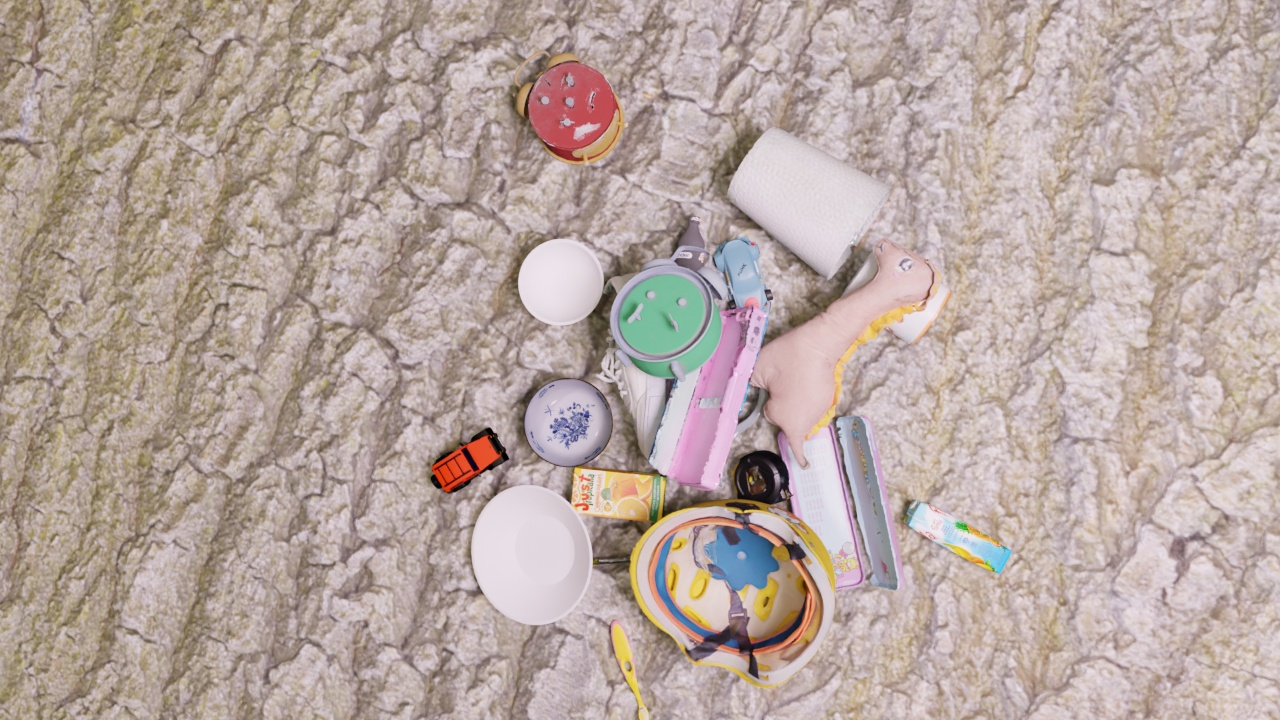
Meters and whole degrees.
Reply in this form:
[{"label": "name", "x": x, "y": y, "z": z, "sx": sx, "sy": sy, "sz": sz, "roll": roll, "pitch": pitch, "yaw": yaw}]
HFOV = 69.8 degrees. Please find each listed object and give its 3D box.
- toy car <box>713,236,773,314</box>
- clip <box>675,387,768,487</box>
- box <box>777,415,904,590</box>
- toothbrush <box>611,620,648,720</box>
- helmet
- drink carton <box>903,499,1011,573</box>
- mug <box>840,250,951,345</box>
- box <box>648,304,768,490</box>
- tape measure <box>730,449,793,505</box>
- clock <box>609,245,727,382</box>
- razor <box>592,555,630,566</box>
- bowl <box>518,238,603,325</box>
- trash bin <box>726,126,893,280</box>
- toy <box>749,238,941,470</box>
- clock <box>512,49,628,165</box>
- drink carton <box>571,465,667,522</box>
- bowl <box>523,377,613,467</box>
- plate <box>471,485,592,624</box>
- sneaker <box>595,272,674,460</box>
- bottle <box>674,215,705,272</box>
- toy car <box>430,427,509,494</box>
[{"label": "toy car", "x": 0.132, "y": -0.105, "z": 1.169, "sx": 0.060, "sy": 0.027, "sz": 0.107, "roll": -17, "pitch": 87, "yaw": 5}, {"label": "clip", "x": 0.102, "y": 0.071, "z": 1.168, "sx": 0.090, "sy": 0.027, "sz": 0.162, "roll": 25, "pitch": 90, "yaw": 6}, {"label": "box", "x": 0.252, "y": 0.178, "z": 1.132, "sx": 0.140, "sy": 0.062, "sz": 0.214, "roll": -14, "pitch": 86, "yaw": 40}, {"label": "toothbrush", "x": -0.013, "y": 0.399, "z": 1.175, "sx": 0.021, "sy": 0.016, "sz": 0.135, "roll": -18, "pitch": 87, "yaw": 9}, {"label": "helmet", "x": 0.121, "y": 0.256, "z": 1.106, "sx": 0.240, "sy": 0.139, "sz": 0.209, "roll": 21, "pitch": 106, "yaw": 17}, {"label": "drink carton", "x": 0.387, "y": 0.215, "z": 1.127, "sx": 0.129, "sy": 0.044, "sz": 0.038, "roll": 28, "pitch": 91, "yaw": 5}, {"label": "mug", "x": 0.312, "y": -0.081, "z": 1.123, "sx": 0.105, "sy": 0.082, "sz": 0.082, "roll": 35, "pitch": 92, "yaw": 6}, {"label": "box", "x": 0.071, "y": 0.033, "z": 1.106, "sx": 0.090, "sy": 0.085, "sz": 0.230, "roll": 26, "pitch": 75, "yaw": -27}, {"label": "tape measure", "x": 0.150, "y": 0.149, "z": 1.144, "sx": 0.072, "sy": 0.042, "sz": 0.072, "roll": -27, "pitch": 79, "yaw": 36}, {"label": "clock", "x": 0.037, "y": -0.063, "z": 1.069, "sx": 0.122, "sy": 0.075, "sz": 0.161, "roll": 15, "pitch": 72, "yaw": 24}, {"label": "razor", "x": -0.039, "y": 0.258, "z": 1.180, "sx": 0.106, "sy": 0.026, "sz": 0.042, "roll": -6, "pitch": 86, "yaw": 1}, {"label": "bowl", "x": -0.099, "y": -0.099, "z": 1.185, "sx": 0.110, "sy": 0.040, "sz": 0.110, "roll": 0, "pitch": 88, "yaw": 7}, {"label": "trash bin", "x": 0.201, "y": -0.197, "z": 1.119, "sx": 0.161, "sy": 0.133, "sz": 0.133, "roll": 36, "pitch": 92, "yaw": 10}, {"label": "toy", "x": 0.249, "y": -0.010, "z": 1.082, "sx": 0.265, "sy": 0.065, "sz": 0.196, "roll": -32, "pitch": 79, "yaw": 23}, {"label": "clock", "x": -0.095, "y": -0.329, "z": 1.170, "sx": 0.117, "sy": 0.081, "sz": 0.159, "roll": -43, "pitch": 85, "yaw": 3}, {"label": "drink carton", "x": -0.030, "y": 0.170, "z": 1.171, "sx": 0.122, "sy": 0.041, "sz": 0.058, "roll": 5, "pitch": 89, "yaw": 6}, {"label": "bowl", "x": -0.089, "y": 0.079, "z": 1.177, "sx": 0.114, "sy": 0.045, "sz": 0.114, "roll": 0, "pitch": 88, "yaw": 6}, {"label": "plate", "x": -0.131, "y": 0.244, "z": 1.167, "sx": 0.174, "sy": 0.036, "sz": 0.174, "roll": -1, "pitch": 89, "yaw": 24}, {"label": "sneaker", "x": -0.007, "y": 0.007, "z": 1.155, "sx": 0.091, "sy": 0.089, "sz": 0.242, "roll": -3, "pitch": 82, "yaw": 10}, {"label": "bottle", "x": 0.062, "y": -0.129, "z": 1.172, "sx": 0.036, "sy": 0.036, "sz": 0.110, "roll": 7, "pitch": 89, "yaw": 6}, {"label": "toy car", "x": -0.223, "y": 0.132, "z": 1.187, "sx": 0.100, "sy": 0.049, "sz": 0.051, "roll": -32, "pitch": 86, "yaw": 4}]
